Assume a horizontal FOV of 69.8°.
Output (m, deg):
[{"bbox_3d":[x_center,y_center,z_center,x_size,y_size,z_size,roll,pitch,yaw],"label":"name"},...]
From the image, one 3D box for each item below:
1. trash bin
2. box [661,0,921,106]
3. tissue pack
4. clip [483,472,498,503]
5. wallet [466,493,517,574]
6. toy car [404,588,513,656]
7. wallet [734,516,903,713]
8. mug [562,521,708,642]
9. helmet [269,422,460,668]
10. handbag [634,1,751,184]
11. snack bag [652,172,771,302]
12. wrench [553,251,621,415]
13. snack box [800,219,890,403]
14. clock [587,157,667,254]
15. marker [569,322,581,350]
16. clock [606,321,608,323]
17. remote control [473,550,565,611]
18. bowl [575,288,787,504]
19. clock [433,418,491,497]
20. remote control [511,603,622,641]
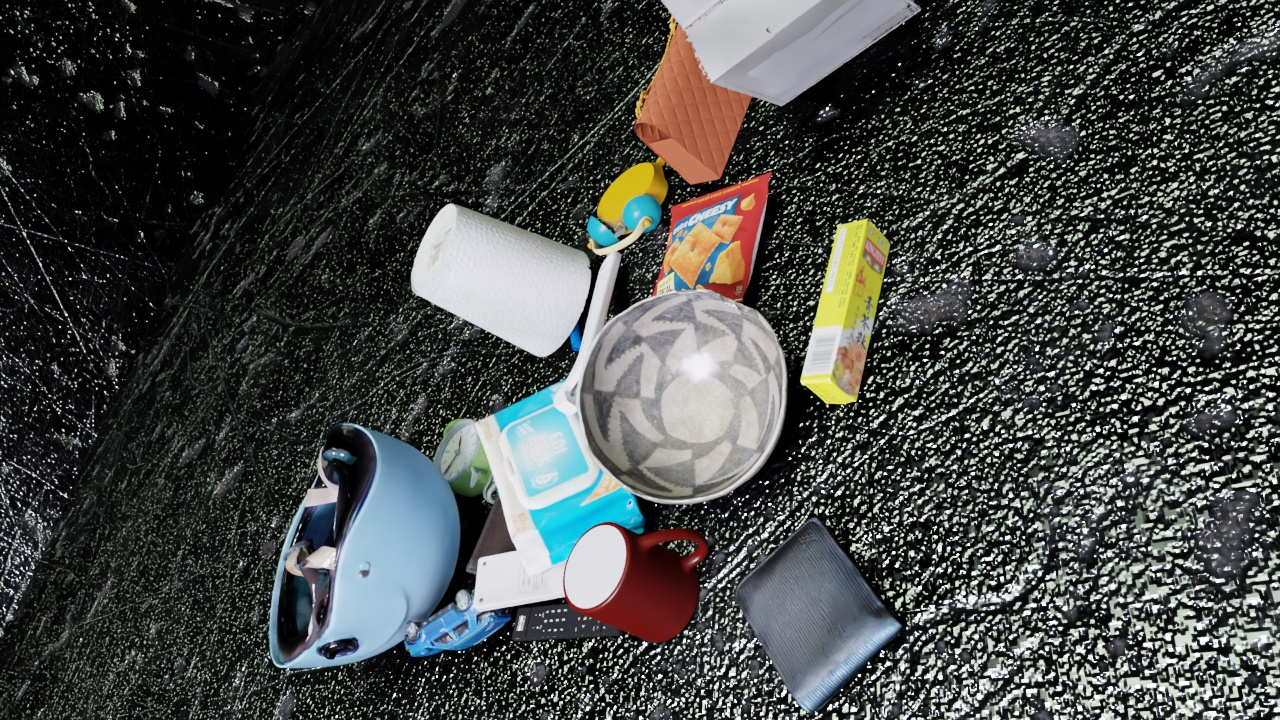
[{"bbox_3d":[-0.158,-0.093,1.020,0.134,0.161,0.133,-36,42,41],"label":"trash bin"},{"bbox_3d":[0.091,-0.369,0.807,0.167,0.339,0.160,-30,33,31],"label":"box"},{"bbox_3d":[-0.078,0.106,0.852,0.117,0.066,0.209,-24,40,-6],"label":"tissue pack"},{"bbox_3d":[-0.144,0.118,0.982,0.057,0.023,0.076,6,66,52],"label":"clip"},{"bbox_3d":[-0.119,0.170,0.908,0.120,0.031,0.099,-5,56,48],"label":"wallet"},{"bbox_3d":[-0.176,0.255,0.886,0.120,0.056,0.043,-34,65,20],"label":"toy car"},{"bbox_3d":[0.119,0.171,0.637,0.089,0.026,0.115,-48,37,9],"label":"wallet"},{"bbox_3d":[0.004,0.166,0.724,0.106,0.082,0.073,-43,38,18],"label":"mug"},{"bbox_3d":[-0.286,0.206,0.952,0.266,0.166,0.225,-51,33,22],"label":"helmet"},{"bbox_3d":[0.059,-0.293,0.986,0.060,0.109,0.171,2,65,49],"label":"handbag"},{"bbox_3d":[0.065,-0.106,0.897,0.131,0.039,0.143,-11,56,45],"label":"snack bag"},{"bbox_3d":[-0.045,-0.040,0.930,0.066,0.018,0.272,-47,19,30],"label":"wrench"},{"bbox_3d":[0.165,-0.040,0.732,0.029,0.040,0.147,-5,60,46],"label":"snack box"},{"bbox_3d":[-0.013,-0.173,1.037,0.099,0.043,0.129,-15,46,42],"label":"clock"},{"bbox_3d":[-0.083,-0.061,1.055,0.013,0.013,0.141,-40,39,21],"label":"marker"},{"bbox_3d":[-0.005,0.005,0.880,0.104,0.056,0.147,-47,39,13],"label":"clock"},{"bbox_3d":[-0.088,0.193,0.833,0.136,0.011,0.050,-14,50,17],"label":"remote control"},{"bbox_3d":[0.041,0.035,0.769,0.179,0.081,0.178,-6,73,19],"label":"bowl"},{"bbox_3d":[-0.197,0.110,1.030,0.120,0.042,0.094,-5,59,47],"label":"clock"},{"bbox_3d":[-0.065,0.231,0.815,0.140,0.009,0.030,-18,51,40],"label":"remote control"}]
